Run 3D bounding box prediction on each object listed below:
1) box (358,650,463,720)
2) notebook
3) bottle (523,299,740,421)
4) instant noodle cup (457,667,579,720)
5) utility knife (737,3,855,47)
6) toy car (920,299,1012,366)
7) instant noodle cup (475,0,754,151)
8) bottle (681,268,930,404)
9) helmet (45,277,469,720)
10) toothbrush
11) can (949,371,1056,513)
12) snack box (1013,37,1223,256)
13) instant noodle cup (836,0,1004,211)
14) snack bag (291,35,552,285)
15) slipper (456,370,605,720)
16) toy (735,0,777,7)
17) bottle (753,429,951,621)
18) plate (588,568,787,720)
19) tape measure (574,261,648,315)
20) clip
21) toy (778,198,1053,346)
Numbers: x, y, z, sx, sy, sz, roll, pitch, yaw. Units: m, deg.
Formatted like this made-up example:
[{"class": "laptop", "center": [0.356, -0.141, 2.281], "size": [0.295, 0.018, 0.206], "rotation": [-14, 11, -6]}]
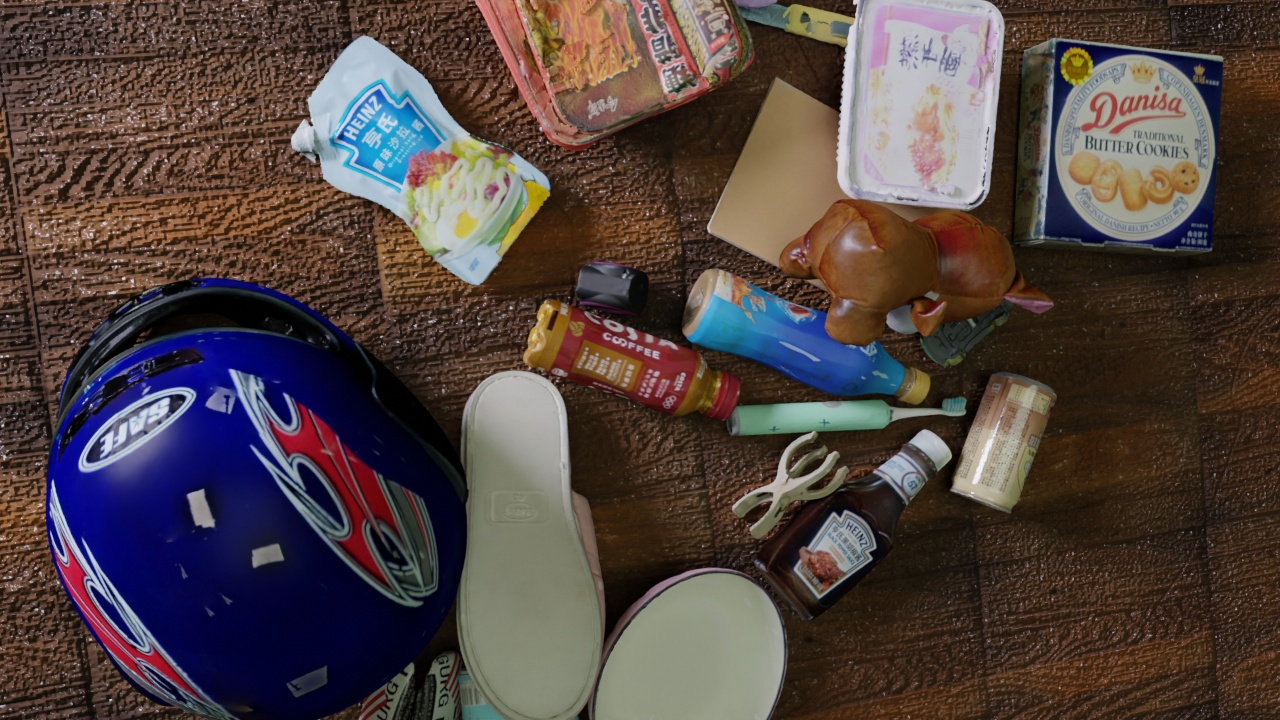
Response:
[{"class": "box", "center": [-0.177, 0.309, 0.726], "size": [0.087, 0.076, 0.163], "rotation": [15, 86, -32]}, {"class": "notebook", "center": [0.177, -0.135, 0.806], "size": [0.207, 0.008, 0.147], "rotation": [25, 87, -12]}, {"class": "bottle", "center": [-0.004, 0.004, 0.748], "size": [0.175, 0.057, 0.057], "rotation": [19, 88, -12]}, {"class": "instant noodle cup", "center": [-0.091, 0.290, 0.717], "size": [0.111, 0.111, 0.120], "rotation": [-12, 78, -11]}, {"class": "utility knife", "center": [0.171, -0.285, 0.799], "size": [0.198, 0.021, 0.031], "rotation": [9, 84, -8]}, {"class": "toy car", "center": [0.288, -0.034, 0.818], "size": [0.091, 0.036, 0.043], "rotation": [-40, 100, -8]}, {"class": "instant noodle cup", "center": [-0.024, -0.264, 0.723], "size": [0.188, 0.079, 0.164], "rotation": [-26, 97, -11]}, {"class": "bottle", "center": [0.144, -0.011, 0.775], "size": [0.218, 0.065, 0.065], "rotation": [21, 88, -12]}, {"class": "helmet", "center": [-0.258, 0.086, 0.604], "size": [0.247, 0.240, 0.315], "rotation": [-36, 97, -8]}, {"class": "toothbrush", "center": [0.184, 0.048, 0.804], "size": [0.224, 0.026, 0.027], "rotation": [-2, 109, -12]}, {"class": "can", "center": [0.323, 0.073, 0.819], "size": [0.058, 0.058, 0.116], "rotation": [23, 87, -12]}, {"class": "snack box", "center": [0.437, -0.192, 0.840], "size": [0.177, 0.046, 0.182], "rotation": [1, 92, -13]}, {"class": "instant noodle cup", "center": [0.226, -0.215, 0.776], "size": [0.138, 0.060, 0.173], "rotation": [3, 92, -13]}, {"class": "snack bag", "center": [-0.172, -0.155, 0.718], "size": [0.191, 0.039, 0.110], "rotation": [37, 96, -10]}, {"class": "slipper", "center": [-0.090, 0.140, 0.711], "size": [0.114, 0.055, 0.274], "rotation": [-4, 69, -14]}, {"class": "toy", "center": [0.062, -0.335, 0.757], "size": [0.084, 0.039, 0.108], "rotation": [-17, 96, -1]}, {"class": "bottle", "center": [0.192, 0.137, 0.802], "size": [0.194, 0.044, 0.080], "rotation": [-41, 100, -8]}, {"class": "plate", "center": [0.036, 0.259, 0.755], "size": [0.192, 0.039, 0.192], "rotation": [-6, 102, -31]}, {"class": "tape measure", "center": [-0.022, -0.060, 0.741], "size": [0.057, 0.058, 0.039], "rotation": [10, 87, 9]}, {"class": "clip", "center": [0.124, 0.100, 0.794], "size": [0.105, 0.081, 0.035], "rotation": [-31, 133, 12]}, {"class": "toy", "center": [0.225, -0.069, 0.753], "size": [0.199, 0.131, 0.140], "rotation": [-9, 49, -22]}]
